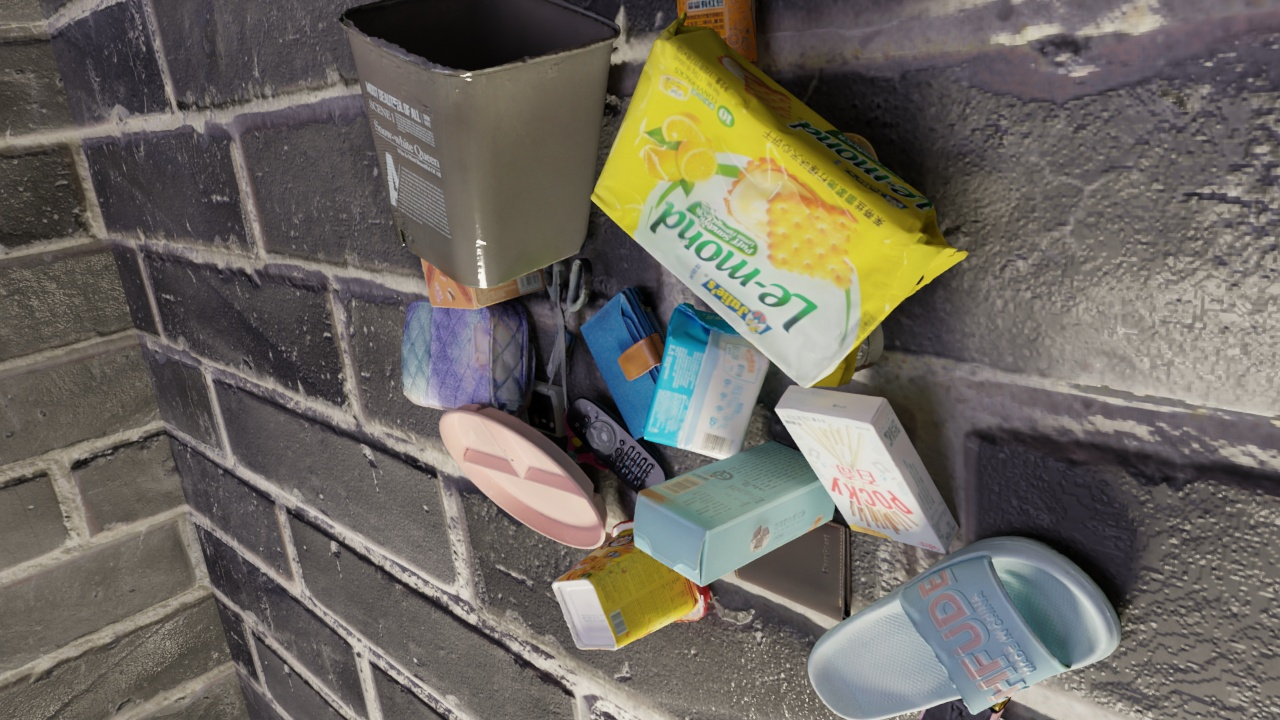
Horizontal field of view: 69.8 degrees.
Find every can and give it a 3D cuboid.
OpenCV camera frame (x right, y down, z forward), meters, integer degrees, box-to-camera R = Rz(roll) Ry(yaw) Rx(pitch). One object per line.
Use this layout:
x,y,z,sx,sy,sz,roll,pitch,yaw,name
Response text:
0.058,-0.253,0.690,0.058,0.058,0.146,14,117,45,can

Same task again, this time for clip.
-0.087,-0.008,0.998,0.024,0.029,0.057,33,122,33,clip

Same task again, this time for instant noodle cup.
-0.013,0.233,0.941,0.116,0.123,0.116,-21,91,51,instant noodle cup

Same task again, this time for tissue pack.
0.057,0.021,0.794,0.090,0.063,0.140,15,123,3,tissue pack

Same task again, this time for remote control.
-0.022,0.089,0.957,0.136,0.024,0.053,42,120,18,remote control
-0.136,0.049,1.077,0.150,0.021,0.058,12,116,46,remote control

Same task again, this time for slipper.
0.220,0.209,0.674,0.246,0.074,0.104,-36,79,34,slipper

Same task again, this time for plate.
-0.129,0.130,1.036,0.229,0.028,0.230,27,148,18,plate

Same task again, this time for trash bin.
-0.144,-0.207,0.846,0.199,0.198,0.220,35,136,34,trash bin

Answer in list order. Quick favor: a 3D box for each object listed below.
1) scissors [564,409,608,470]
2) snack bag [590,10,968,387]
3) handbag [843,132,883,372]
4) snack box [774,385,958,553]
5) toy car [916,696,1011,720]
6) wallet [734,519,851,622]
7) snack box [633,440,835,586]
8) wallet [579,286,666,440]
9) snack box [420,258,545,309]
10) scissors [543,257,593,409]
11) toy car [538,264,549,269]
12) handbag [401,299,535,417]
-0.069,0.112,1.024,0.105,0.017,0.136,36,130,13,scissors
0.082,-0.105,0.620,0.246,0.068,0.158,43,141,11,snack bag
0.122,-0.074,0.704,0.164,0.063,0.179,-4,112,49,handbag
0.170,0.081,0.683,0.085,0.026,0.157,7,142,47,snack box
0.255,0.281,0.729,0.056,0.037,0.122,32,116,35,toy car
0.135,0.175,0.830,0.122,0.020,0.096,12,116,43,wallet
0.081,0.118,0.743,0.074,0.174,0.052,23,118,42,snack box
-0.005,0.005,0.899,0.107,0.040,0.133,-35,80,55,wallet
-0.172,-0.105,0.992,0.094,0.092,0.077,6,111,48,snack box
-0.080,-0.042,0.953,0.160,0.014,0.173,-43,60,55,scissors
-0.132,-0.106,0.926,0.042,0.090,0.035,49,144,44,toy car
-0.203,-0.004,1.076,0.194,0.075,0.134,6,94,47,handbag
